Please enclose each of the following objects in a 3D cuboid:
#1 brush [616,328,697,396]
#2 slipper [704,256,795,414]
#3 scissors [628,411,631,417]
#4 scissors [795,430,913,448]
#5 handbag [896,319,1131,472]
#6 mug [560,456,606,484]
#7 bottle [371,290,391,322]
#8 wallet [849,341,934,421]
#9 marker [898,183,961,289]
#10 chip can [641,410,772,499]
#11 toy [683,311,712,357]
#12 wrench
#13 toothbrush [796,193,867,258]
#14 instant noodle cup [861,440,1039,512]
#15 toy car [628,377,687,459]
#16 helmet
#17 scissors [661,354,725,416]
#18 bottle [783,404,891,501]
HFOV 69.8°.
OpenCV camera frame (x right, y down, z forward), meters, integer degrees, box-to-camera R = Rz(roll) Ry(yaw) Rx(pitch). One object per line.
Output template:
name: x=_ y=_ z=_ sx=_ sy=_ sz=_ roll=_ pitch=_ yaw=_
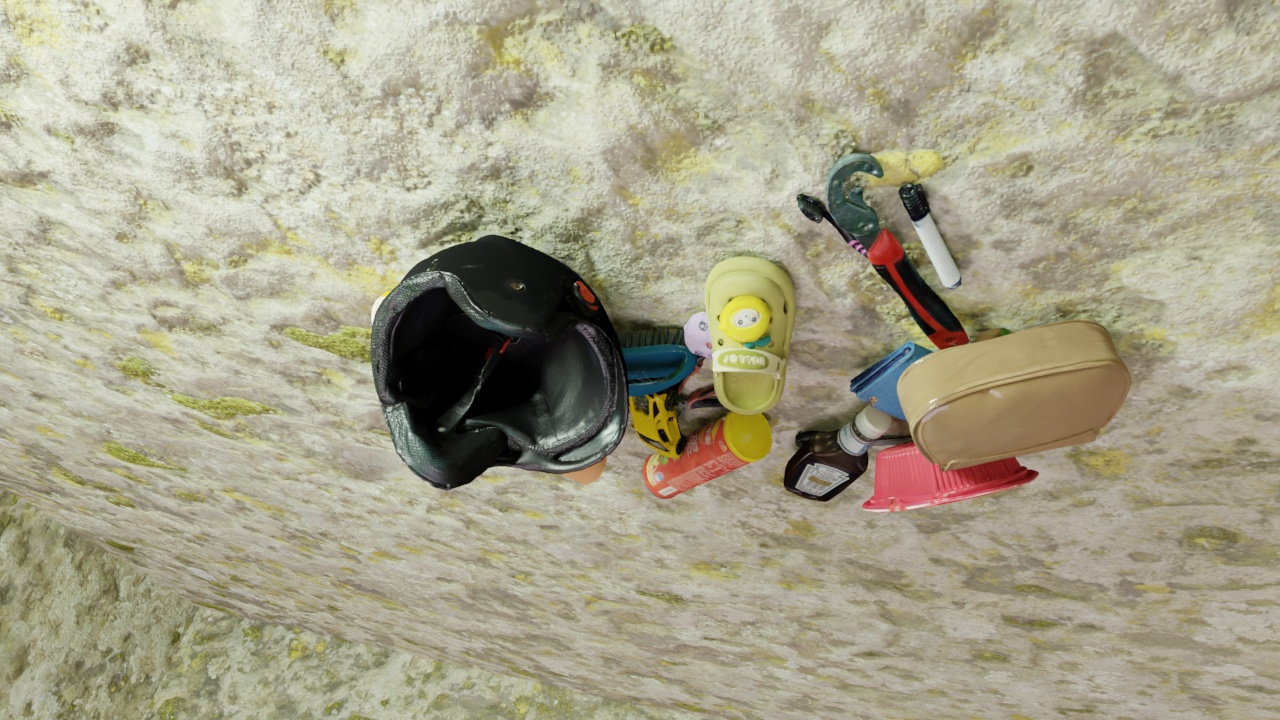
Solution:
brush: x=-0.006 y=0.006 z=1.047 sx=0.144 sy=0.073 sz=0.055 roll=-5 pitch=146 yaw=11
slipper: x=0.113 y=-0.011 z=0.934 sx=0.092 sy=0.081 sz=0.191 roll=-1 pitch=125 yaw=6
scissors: x=-0.064 y=0.036 z=1.196 sx=0.163 sy=0.012 sz=0.173 roll=-13 pitch=140 yaw=34
scissors: x=0.285 y=0.108 z=1.154 sx=0.174 sy=0.014 sz=0.137 roll=12 pitch=148 yaw=2
handbag: x=0.360 y=0.033 z=0.900 sx=0.205 sy=0.099 sz=0.148 roll=-13 pitch=136 yaw=11
mug: x=-0.108 y=0.126 z=1.306 sx=0.078 sy=0.078 sz=0.122 roll=-12 pitch=145 yaw=38
bottle: x=-0.265 y=-0.048 z=1.105 sx=0.108 sy=0.063 sz=0.063 roll=10 pitch=148 yaw=11
wallet: x=0.309 y=0.031 z=0.991 sx=0.133 sy=0.040 sz=0.107 roll=23 pitch=143 yaw=-18
marker: x=0.260 y=-0.108 z=0.813 sx=0.023 sy=0.018 sz=0.130 roll=-17 pitch=136 yaw=29
chip can: x=0.083 y=0.127 z=1.214 sx=0.073 sy=0.073 sz=0.217 roll=28 pitch=147 yaw=-18
toy: x=0.099 y=-0.020 z=1.003 sx=0.108 sy=0.038 sz=0.084 roll=15 pitch=134 yaw=1
wrench: x=0.240 y=-0.087 z=0.844 sx=0.056 sy=0.016 sz=0.273 roll=-22 pitch=133 yaw=26
toothbrush: x=0.212 y=-0.099 z=0.851 sx=0.189 sy=0.017 sz=0.014 roll=31 pitch=140 yaw=-26
instant noodle cup: x=0.340 y=0.119 z=1.033 sx=0.194 sy=0.066 sz=0.194 roll=-12 pitch=174 yaw=-2
toy car: x=0.018 y=0.074 z=1.150 sx=0.071 sy=0.041 sz=0.156 roll=24 pitch=147 yaw=32
helmet: x=-0.137 y=-0.005 z=0.955 sx=0.274 sy=0.229 sz=0.234 roll=27 pitch=122 yaw=-11
scissors: x=0.058 y=0.051 z=1.158 sx=0.216 sy=0.015 sz=0.196 roll=-3 pitch=144 yaw=27
bottle: x=0.244 y=0.114 z=1.124 sx=0.080 sy=0.043 sz=0.195 roll=18 pitch=146 yaw=-7
